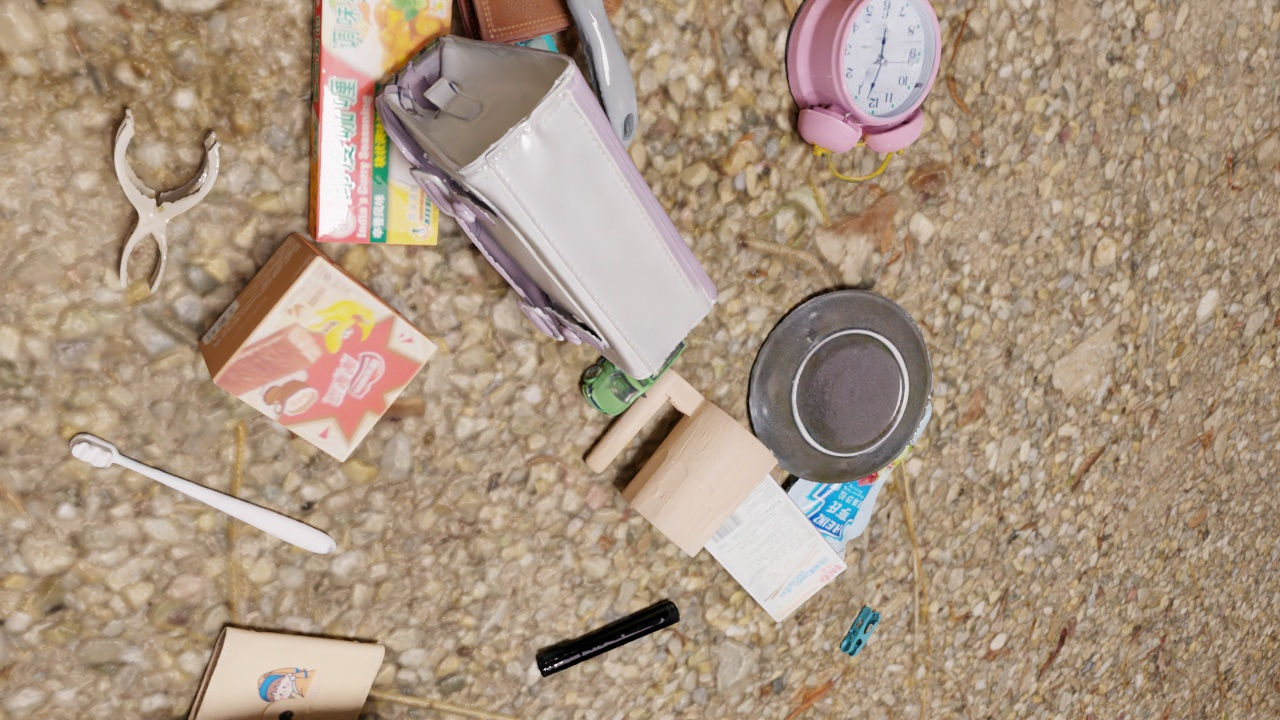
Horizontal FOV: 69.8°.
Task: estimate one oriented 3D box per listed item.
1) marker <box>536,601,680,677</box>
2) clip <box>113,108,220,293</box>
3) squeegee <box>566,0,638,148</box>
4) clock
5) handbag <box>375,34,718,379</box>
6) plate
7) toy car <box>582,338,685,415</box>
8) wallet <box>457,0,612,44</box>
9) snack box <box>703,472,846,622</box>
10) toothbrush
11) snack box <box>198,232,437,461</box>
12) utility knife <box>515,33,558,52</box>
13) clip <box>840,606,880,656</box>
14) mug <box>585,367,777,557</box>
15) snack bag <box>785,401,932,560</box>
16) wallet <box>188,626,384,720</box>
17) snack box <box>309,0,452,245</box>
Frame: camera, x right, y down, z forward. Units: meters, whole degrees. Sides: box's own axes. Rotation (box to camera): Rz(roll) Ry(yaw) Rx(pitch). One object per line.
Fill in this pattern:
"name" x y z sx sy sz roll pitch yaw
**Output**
"marker" -0.026 0.238 0.789 0.131 0.020 0.022 -15 129 -25
"clip" -0.283 -0.096 0.513 0.103 0.035 0.092 -49 128 2
"squeegee" -0.046 -0.244 0.550 0.247 0.040 0.250 -38 120 -27
"clock" 0.176 -0.220 0.722 0.117 0.060 0.159 -7 112 -28
"handbag" -0.059 -0.090 0.559 0.098 0.145 0.197 -45 135 -8
"plate" 0.182 0.027 0.808 0.179 0.024 0.179 -3 102 -14
"toy car" -0.004 0.004 0.711 0.091 0.036 0.043 -46 125 -4
"wallet" -0.074 -0.264 0.568 0.101 0.032 0.124 -26 114 -29
"snack box" 0.113 0.162 0.823 0.085 0.027 0.157 -39 120 3
"toothbrush" -0.275 0.091 0.592 0.180 0.016 0.016 35 90 -35
"snack box" -0.198 -0.009 0.565 0.092 0.077 0.094 -51 124 -6
"utility knife" -0.064 -0.198 0.616 0.029 0.013 0.216 -36 121 -17
"clip" 0.231 0.284 0.960 0.043 0.014 0.056 32 90 -34
"mug" 0.032 0.081 0.739 0.124 0.084 0.103 41 85 -10
"snack bag" 0.197 0.105 0.864 0.110 0.039 0.191 28 94 -38
"wallet" -0.252 0.236 0.654 0.115 0.024 0.087 19 98 -36
"snack box" -0.161 -0.151 0.567 0.077 0.027 0.156 -2 108 -30
